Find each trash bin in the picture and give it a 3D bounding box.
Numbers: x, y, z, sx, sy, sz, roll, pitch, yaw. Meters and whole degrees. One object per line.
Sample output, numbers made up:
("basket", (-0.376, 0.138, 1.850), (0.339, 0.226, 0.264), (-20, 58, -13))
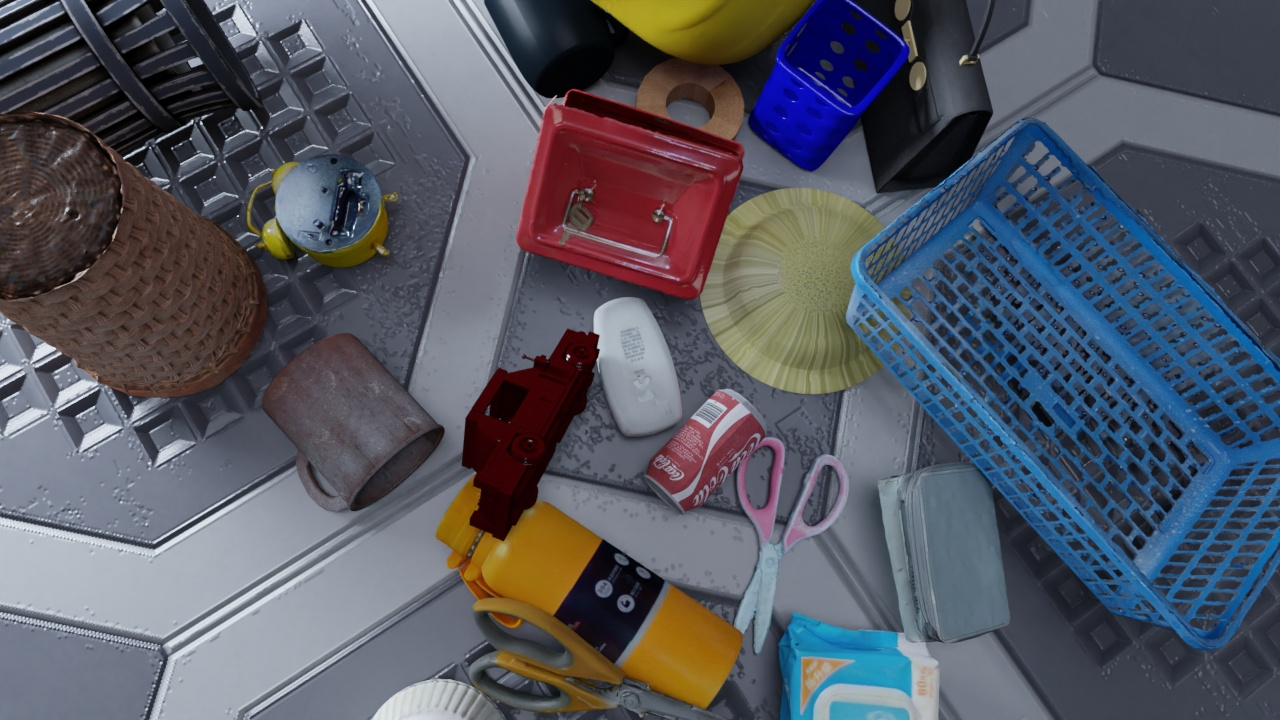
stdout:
("trash bin", (-0.369, -0.064, 0.641), (0.151, 0.210, 0.151), (1, 78, -5))
("trash bin", (-0.438, -0.215, 0.700), (0.227, 0.164, 0.164), (-31, 81, -7))

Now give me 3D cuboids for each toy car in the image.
("toy car", (-0.085, 0.045, 0.678), (0.062, 0.070, 0.169), (21, 45, 5))

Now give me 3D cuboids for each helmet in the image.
("helmet", (0.084, -0.338, 0.754), (0.139, 0.210, 0.239), (39, 40, -15))

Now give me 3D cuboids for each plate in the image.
("plate", (0.144, -0.066, 0.770), (0.184, 0.036, 0.184), (1, 77, -4))

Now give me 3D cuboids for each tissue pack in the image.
("tissue pack", (0.158, 0.297, 0.675), (0.117, 0.066, 0.209), (6, 75, -4))

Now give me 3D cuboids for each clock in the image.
("clock", (-0.259, -0.120, 0.741), (0.118, 0.057, 0.083), (6, 77, -3))

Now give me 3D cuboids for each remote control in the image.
("remote control", (-0.004, 0.004, 0.746), (0.060, 0.028, 0.114), (-16, 79, -8))

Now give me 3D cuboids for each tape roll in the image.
("tape roll", (0.042, -0.216, 0.801), (0.094, 0.027, 0.094), (1, 77, -4))

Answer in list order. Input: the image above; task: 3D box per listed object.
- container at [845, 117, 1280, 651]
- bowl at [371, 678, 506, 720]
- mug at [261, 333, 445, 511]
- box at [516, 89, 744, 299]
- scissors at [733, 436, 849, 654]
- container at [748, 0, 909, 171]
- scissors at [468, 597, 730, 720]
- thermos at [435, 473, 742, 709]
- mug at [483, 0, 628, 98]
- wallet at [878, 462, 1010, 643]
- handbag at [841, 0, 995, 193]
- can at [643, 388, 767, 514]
("container", (0.341, 0.011, 0.718), (0.256, 0.089, 0.362), (-37, 82, -26))
("bowl", (-0.148, 0.290, 0.653), (0.115, 0.062, 0.115), (1, 77, -4))
("mug", (-0.226, 0.056, 0.696), (0.110, 0.096, 0.123), (47, 109, 12))
("box", (-0.007, -0.134, 0.740), (0.157, 0.126, 0.137), (18, 114, -3))
("scissors", (0.119, 0.153, 0.730), (0.101, 0.016, 0.178), (10, 76, -3))
("container", (0.151, -0.227, 0.767), (0.084, 0.114, 0.085), (39, 77, 3))
("scissors", (-0.022, 0.242, 0.656), (0.229, 0.016, 0.114), (20, 121, 10))
("thermos", (-0.045, 0.176, 0.679), (0.232, 0.076, 0.091), (33, 72, 3))
("mug", (-0.061, -0.287, 0.789), (0.121, 0.085, 0.094), (-20, 78, -38))
("wallet", (0.235, 0.148, 0.709), (0.100, 0.054, 0.131), (0, 76, -32))
("handbag", (0.240, -0.259, 0.739), (0.072, 0.196, 0.175), (-7, 78, -6))
("can", (0.051, 0.072, 0.723), (0.054, 0.054, 0.096), (44, 78, 6))
